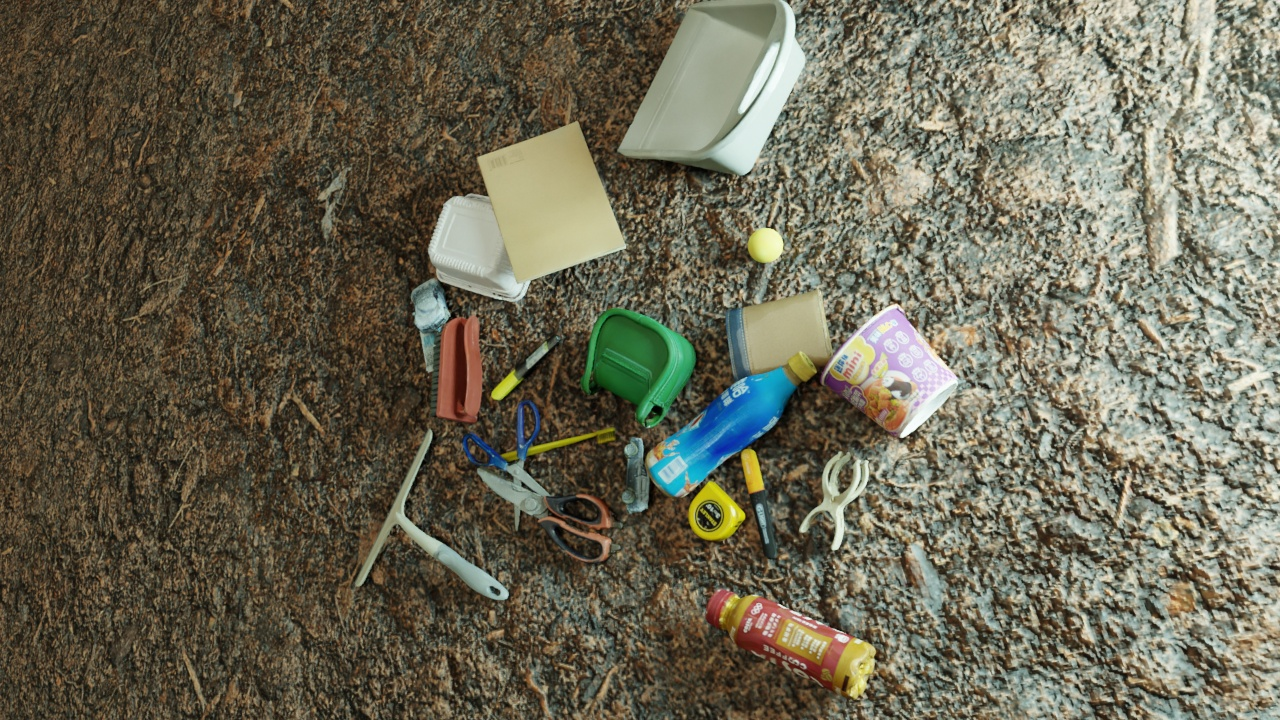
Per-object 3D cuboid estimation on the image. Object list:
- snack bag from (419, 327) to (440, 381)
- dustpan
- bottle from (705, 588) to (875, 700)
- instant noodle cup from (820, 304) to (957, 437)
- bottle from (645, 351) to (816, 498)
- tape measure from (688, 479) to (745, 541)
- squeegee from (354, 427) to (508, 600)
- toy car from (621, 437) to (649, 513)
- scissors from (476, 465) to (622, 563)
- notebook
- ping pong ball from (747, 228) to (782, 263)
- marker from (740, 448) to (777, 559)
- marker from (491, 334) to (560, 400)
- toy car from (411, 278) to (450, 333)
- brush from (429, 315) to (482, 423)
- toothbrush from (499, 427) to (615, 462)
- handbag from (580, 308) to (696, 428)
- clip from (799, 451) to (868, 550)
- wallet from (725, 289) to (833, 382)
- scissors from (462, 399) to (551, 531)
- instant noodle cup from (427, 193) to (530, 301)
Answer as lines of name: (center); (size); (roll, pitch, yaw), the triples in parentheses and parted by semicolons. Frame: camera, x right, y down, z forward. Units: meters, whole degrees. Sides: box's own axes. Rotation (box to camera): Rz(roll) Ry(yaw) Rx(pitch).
snack bag: (-0.294, -0.022, 1.305); (0.045, 0.026, 0.105); (-21, 68, 12)
dustpan: (0.081, -0.337, 1.093); (0.258, 0.142, 0.223); (28, 93, 31)
bottle: (0.150, 0.286, 0.946); (0.175, 0.057, 0.057); (16, 87, 33)
instant noodle cup: (0.255, 0.017, 0.926); (0.112, 0.111, 0.099); (-47, 66, 12)
bottle: (0.102, 0.068, 1.020); (0.219, 0.065, 0.065); (-41, 61, 18)
tape measure: (0.084, 0.174, 1.030); (0.057, 0.029, 0.060); (-51, 59, 9)
squeegee: (-0.268, 0.249, 1.216); (0.247, 0.039, 0.246); (28, 93, 32)
toy car: (-0.005, 0.136, 1.086); (0.034, 0.043, 0.090); (1, 80, 3)
scissors: (-0.117, 0.170, 1.142); (0.177, 0.015, 0.210); (-35, 71, 19)
notebook: (-0.122, -0.213, 1.221); (0.149, 0.012, 0.211); (-20, 66, -2)
ping pong ball: (0.145, -0.133, 1.062); (0.040, 0.040, 0.040); (-8, 74, 29)
marker: (0.131, 0.158, 1.014); (0.018, 0.015, 0.123); (-22, 69, 29)
marker: (-0.151, 0.009, 1.221); (0.124, 0.015, 0.018); (-43, 61, 12)
toy car: (-0.301, -0.079, 1.301); (0.049, 0.031, 0.105); (-32, 41, 5)
brush: (-0.244, 0.010, 1.246); (0.069, 0.063, 0.145); (-15, 68, 39)
toothbrush: (-0.113, 0.113, 1.171); (0.190, 0.015, 0.016); (-15, 77, 27)
handbag: (-0.007, 0.006, 1.102); (0.131, 0.068, 0.120); (26, 92, 33)
clip: (0.206, 0.146, 0.963); (0.076, 0.034, 0.101); (27, 97, 32)
wallet: (0.155, -0.026, 1.036); (0.115, 0.033, 0.090); (-15, 74, 26)
scissors: (-0.162, 0.130, 1.180); (0.176, 0.012, 0.162); (25, 101, 25)
instant noodle cup: (-0.223, -0.166, 1.280); (0.174, 0.060, 0.138); (18, 87, 34)
